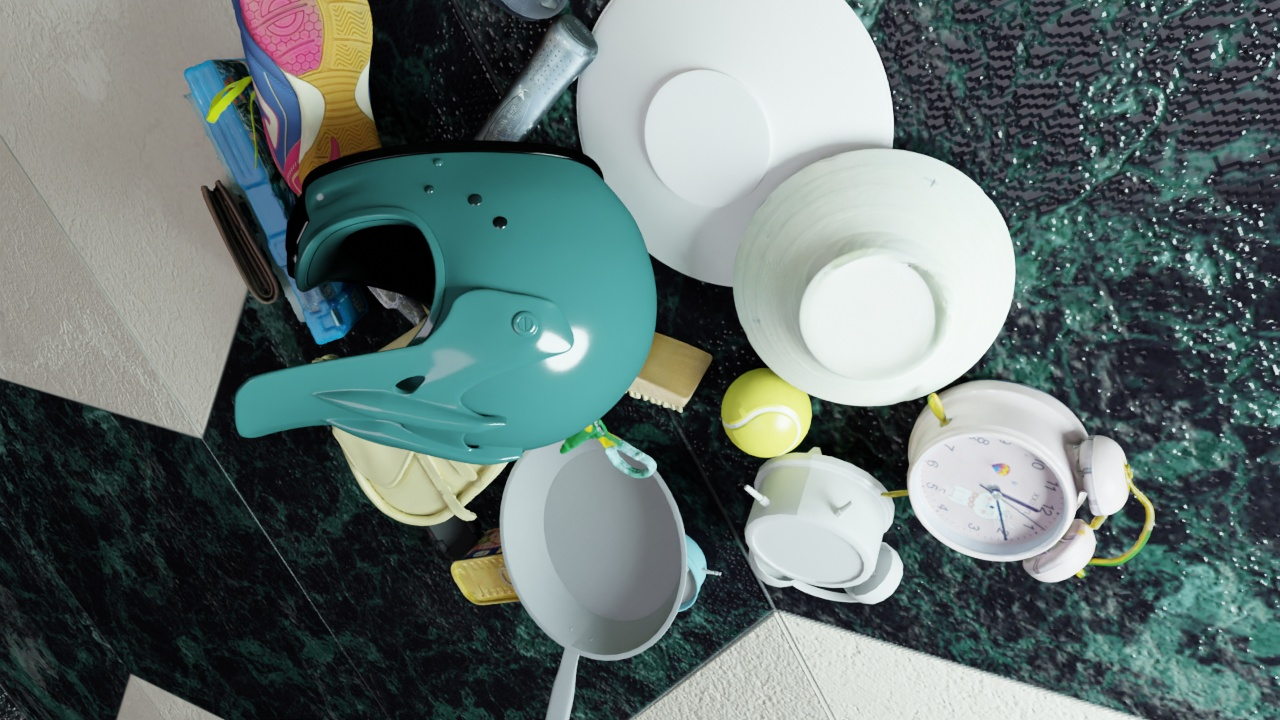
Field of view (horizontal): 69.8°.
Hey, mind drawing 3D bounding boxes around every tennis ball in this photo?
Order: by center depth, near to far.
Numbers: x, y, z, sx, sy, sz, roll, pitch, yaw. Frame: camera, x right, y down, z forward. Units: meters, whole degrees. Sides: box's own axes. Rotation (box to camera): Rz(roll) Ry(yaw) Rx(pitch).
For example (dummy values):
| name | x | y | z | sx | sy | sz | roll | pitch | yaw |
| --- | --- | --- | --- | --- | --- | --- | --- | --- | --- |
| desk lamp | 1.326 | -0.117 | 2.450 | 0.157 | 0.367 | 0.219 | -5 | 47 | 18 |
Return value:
| name | x | y | z | sx | sy | sz | roll | pitch | yaw |
| --- | --- | --- | --- | --- | --- | --- | --- | --- | --- |
| tennis ball | 0.092 | 0.038 | 0.670 | 0.065 | 0.065 | 0.065 | 15 | 123 | 24 |

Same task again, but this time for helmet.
| name | x | y | z | sx | sy | sz | roll | pitch | yaw |
| --- | --- | --- | --- | --- | --- | --- | --- | --- | --- |
| helmet | -0.124 | -0.027 | 0.625 | 0.177 | 0.274 | 0.200 | 119 | 147 | -70 |

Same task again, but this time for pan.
| name | x | y | z | sx | sy | sz | roll | pitch | yaw |
| --- | --- | --- | --- | --- | --- | --- | --- | --- | --- |
| pan | -0.053 | 0.232 | 0.808 | 0.201 | 0.050 | 0.357 | 16 | 103 | 33 |

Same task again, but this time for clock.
| name | x | y | z | sx | sy | sz | roll | pitch | yaw |
| --- | --- | --- | --- | --- | --- | --- | --- | --- | --- |
| clock | 0.251 | 0.084 | 0.605 | 0.158 | 0.058 | 0.117 | 24 | 127 | 17 |
| clock | 0.137 | 0.134 | 0.698 | 0.120 | 0.060 | 0.159 | 5 | 139 | 26 |
| clock | 0.009 | 0.195 | 0.827 | 0.087 | 0.041 | 0.123 | 51 | 128 | -3 |

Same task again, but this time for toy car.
| name | x | y | z | sx | sy | sz | roll | pitch | yaw |
| --- | --- | --- | --- | --- | --- | --- | --- | --- | --- |
| toy car | -0.202 | 0.160 | 0.938 | 0.036 | 0.042 | 0.092 | 2 | 121 | 59 |

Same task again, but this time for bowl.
| name | x | y | z | sx | sy | sz | roll | pitch | yaw |
| --- | --- | --- | --- | --- | --- | --- | --- | --- | --- |
| bowl | 0.143 | -0.038 | 0.570 | 0.177 | 0.057 | 0.177 | 5 | 116 | 10 |

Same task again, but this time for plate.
| name | x | y | z | sx | sy | sz | roll | pitch | yaw |
| --- | --- | --- | --- | --- | --- | --- | --- | --- | --- |
| plate | 0.049 | -0.150 | 0.610 | 0.230 | 0.030 | 0.230 | 15 | 123 | 24 |

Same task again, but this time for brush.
| name | x | y | z | sx | sy | sz | roll | pitch | yaw |
| --- | --- | --- | --- | --- | --- | --- | --- | --- | --- |
| brush | -0.004 | 0.004 | 0.722 | 0.117 | 0.049 | 0.039 | 16 | 142 | 23 |

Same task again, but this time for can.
| name | x | y | z | sx | sy | sz | roll | pitch | yaw |
| --- | --- | --- | --- | --- | --- | --- | --- | --- | --- |
| can | -0.131 | 0.199 | 0.904 | 0.100 | 0.058 | 0.054 | -16 | 108 | 37 |

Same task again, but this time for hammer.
| name | x | y | z | sx | sy | sz | roll | pitch | yaw |
| --- | --- | --- | --- | --- | --- | --- | --- | --- | --- |
| hammer | -0.143 | -0.150 | 0.722 | 0.140 | 0.036 | 0.327 | 48 | 131 | -4 |

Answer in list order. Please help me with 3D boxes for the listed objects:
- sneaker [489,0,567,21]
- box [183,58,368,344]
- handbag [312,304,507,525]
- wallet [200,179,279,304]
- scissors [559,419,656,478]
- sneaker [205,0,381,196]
| name | x | y | z | sx | sy | sz | roll | pitch | yaw |
| --- | --- | --- | --- | --- | --- | --- | --- | --- | --- |
| sneaker | -0.162 | -0.303 | 0.615 | 0.252 | 0.097 | 0.151 | 51 | 135 | -3 |
| box | -0.324 | -0.144 | 0.831 | 0.171 | 0.070 | 0.244 | 18 | 132 | 62 |
| handbag | -0.185 | 0.046 | 0.808 | 0.233 | 0.088 | 0.191 | -27 | 115 | 36 |
| wallet | -0.378 | -0.110 | 0.868 | 0.121 | 0.026 | 0.099 | 66 | 162 | -15 |
| scissors | -0.035 | 0.055 | 0.739 | 0.130 | 0.011 | 0.126 | 46 | 141 | 2 |
| sneaker | -0.258 | -0.217 | 0.667 | 0.091 | 0.116 | 0.242 | 40 | 145 | 36 |
